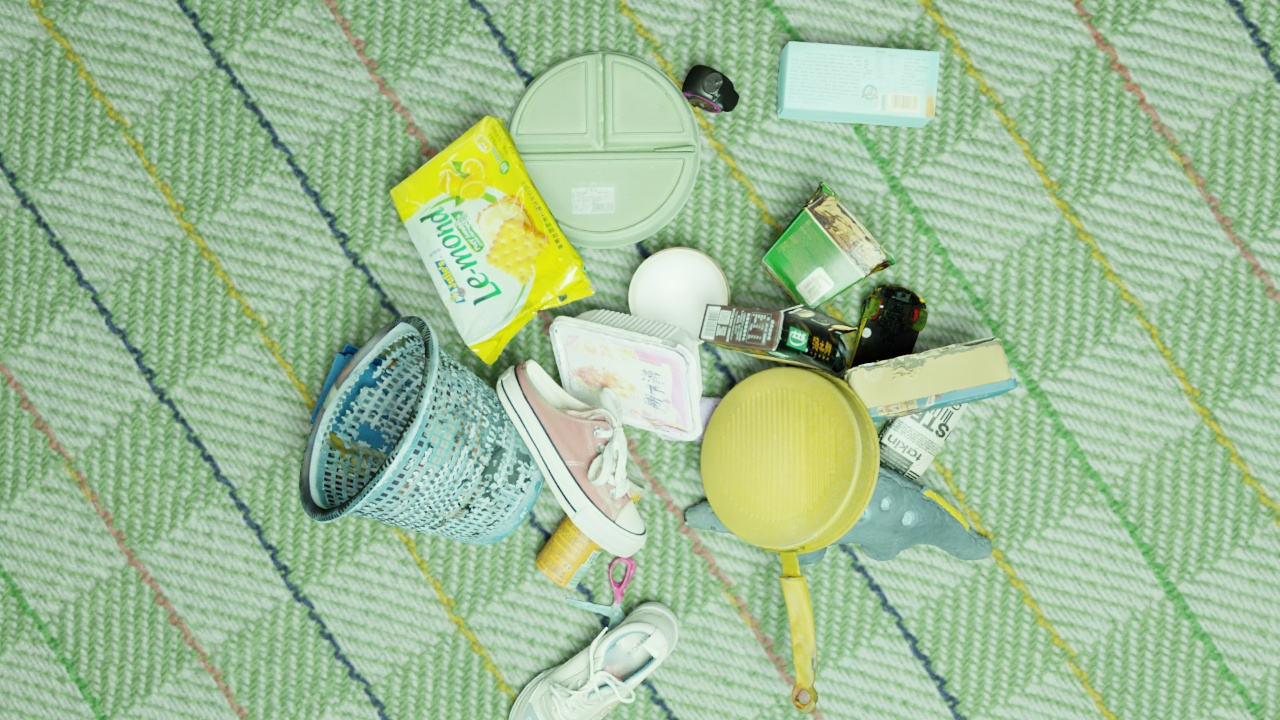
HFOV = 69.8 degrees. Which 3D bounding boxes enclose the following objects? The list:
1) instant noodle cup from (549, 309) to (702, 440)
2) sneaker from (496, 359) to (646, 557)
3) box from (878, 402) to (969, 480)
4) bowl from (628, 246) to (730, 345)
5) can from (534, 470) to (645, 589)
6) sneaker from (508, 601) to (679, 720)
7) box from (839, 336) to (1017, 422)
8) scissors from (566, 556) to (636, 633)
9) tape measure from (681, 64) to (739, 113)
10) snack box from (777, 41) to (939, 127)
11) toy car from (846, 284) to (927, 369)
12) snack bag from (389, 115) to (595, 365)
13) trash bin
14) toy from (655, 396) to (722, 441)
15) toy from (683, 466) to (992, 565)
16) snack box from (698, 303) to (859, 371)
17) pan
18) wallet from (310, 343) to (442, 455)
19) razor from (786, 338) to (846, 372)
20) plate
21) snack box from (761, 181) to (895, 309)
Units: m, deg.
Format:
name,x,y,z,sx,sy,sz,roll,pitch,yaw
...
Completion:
name,x,y,z,sx,sy,sz,roll,pitch,yaw
instant noodle cup,-0.006,0.006,1.010,0.174,0.060,0.138,13,135,24
sneaker,-0.053,0.096,0.967,0.088,0.118,0.241,-31,96,16
box,0.327,0.061,1.043,0.072,0.060,0.164,30,93,21
bowl,0.044,-0.070,1.045,0.113,0.062,0.113,0,91,3
can,-0.059,0.190,1.057,0.058,0.058,0.146,36,92,0
sneaker,-0.056,0.372,1.040,0.242,0.090,0.089,-41,90,11
box,0.310,0.023,0.984,0.184,0.090,0.062,-11,80,6
scissors,-0.023,0.296,1.082,0.133,0.017,0.133,15,96,5
tape measure,0.076,-0.305,1.039,0.058,0.057,0.039,28,92,34
snack box,0.245,-0.310,1.036,0.175,0.051,0.074,4,90,1
toy car,0.275,-0.010,1.049,0.071,0.041,0.156,14,96,1
snack bag,-0.163,-0.138,1.013,0.158,0.068,0.246,-34,73,14
trash bin,-0.215,0.096,0.976,0.195,0.226,0.226,33,93,-36
toy,0.063,0.070,1.060,0.108,0.039,0.084,11,95,0
toy,0.227,0.171,1.030,0.356,0.091,0.138,3,135,3
snack box,0.147,-0.028,0.979,0.126,0.113,0.053,12,87,45
pan,0.158,0.183,0.960,0.198,0.078,0.357,-8,73,38
wallet,-0.303,0.051,1.069,0.133,0.040,0.106,24,95,-8
razor,0.177,0.039,1.053,0.067,0.062,0.167,29,99,-30
plate,-0.045,-0.244,1.060,0.230,0.027,0.230,0,92,3
snack box,0.197,-0.114,1.014,0.106,0.117,0.118,-42,87,7
